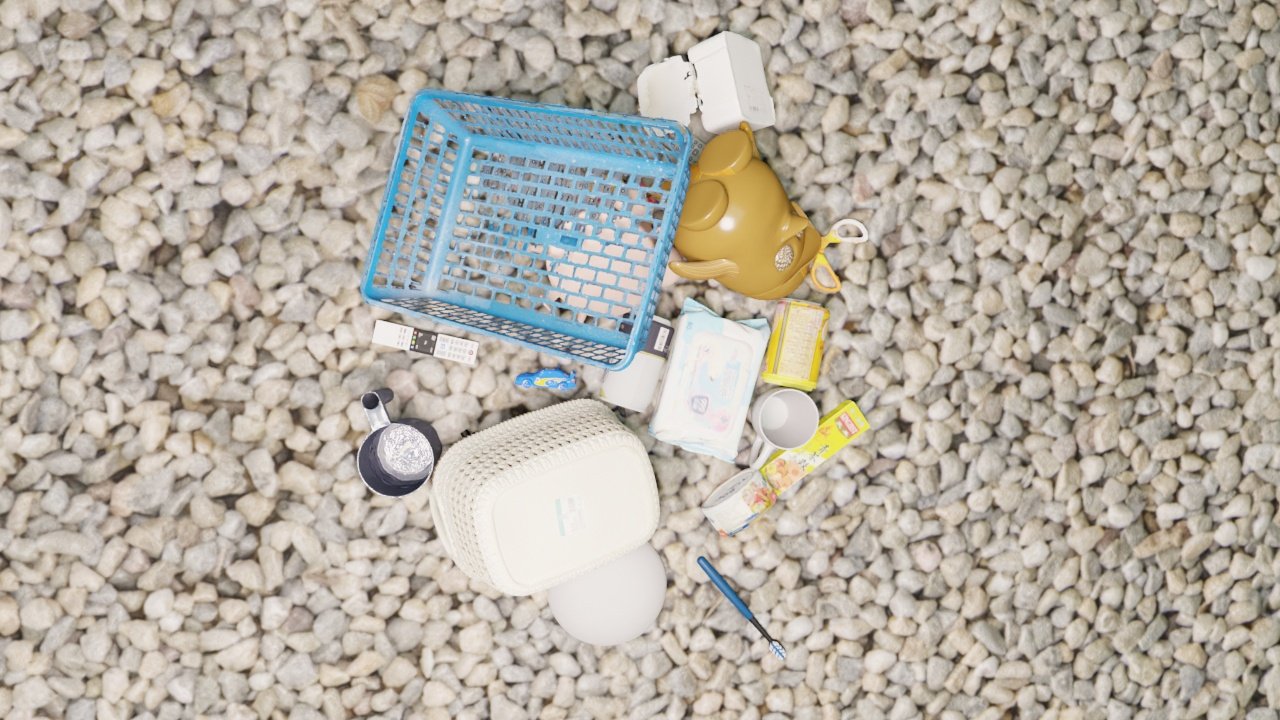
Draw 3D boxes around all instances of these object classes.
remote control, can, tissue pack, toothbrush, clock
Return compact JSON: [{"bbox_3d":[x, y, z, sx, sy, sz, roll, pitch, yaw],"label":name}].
[{"bbox_3d":[-0.259,-0.022,1.109,0.124,0.012,0.028,13,91,-5],"label":"remote control"},{"bbox_3d":[0.190,-0.019,1.121,0.067,0.067,0.105,11,90,-5],"label":"can"},{"bbox_3d":[0.083,0.023,1.112,0.112,0.070,0.182,15,90,-5],"label":"tissue pack"},{"bbox_3d":[0.127,0.311,1.153,0.014,0.014,0.167,-40,95,8],"label":"toothbrush"},{"bbox_3d":[0.119,0.171,1.111,0.086,0.086,0.043,-37,94,-3],"label":"can"},{"bbox_3d":[-0.007,0.006,1.106,0.064,0.064,0.127,18,90,-6],"label":"can"},{"bbox_3d":[0.077,-0.247,1.129,0.136,0.013,0.033,37,89,-5],"label":"remote control"},{"bbox_3d":[-0.042,-0.116,1.072,0.160,0.086,0.131,-29,107,9],"label":"clock"}]

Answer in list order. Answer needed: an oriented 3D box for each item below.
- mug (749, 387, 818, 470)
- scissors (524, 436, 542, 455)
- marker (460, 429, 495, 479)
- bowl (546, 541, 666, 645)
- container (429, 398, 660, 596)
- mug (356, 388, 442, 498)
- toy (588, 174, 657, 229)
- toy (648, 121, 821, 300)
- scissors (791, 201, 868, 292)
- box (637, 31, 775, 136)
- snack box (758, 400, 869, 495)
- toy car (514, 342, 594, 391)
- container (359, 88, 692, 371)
[{"bbox_3d":[0.159,0.083,1.110,0.071,0.089,0.107,30,89,-5],"label":"mug"},{"bbox_3d":[-0.117,0.149,1.127,0.141,0.014,0.173,-26,92,-6],"label":"scissors"},{"bbox_3d":[-0.181,0.139,1.109,0.025,0.025,0.126,-32,87,-3],"label":"marker"},{"bbox_3d":[-0.040,0.281,1.123,0.149,0.043,0.149,0,92,-5],"label":"bowl"},{"bbox_3d":[-0.098,0.155,1.030,0.245,0.143,0.185,-20,105,-22],"label":"container"},{"bbox_3d":[-0.284,0.091,1.064,0.084,0.104,0.124,-23,94,-4],"label":"mug"},{"bbox_3d":[-0.021,-0.181,1.110,0.103,0.046,0.084,40,104,-1],"label":"toy"},{"bbox_3d":[0.126,-0.147,1.057,0.203,0.163,0.198,40,68,-38],"label":"toy"},{"bbox_3d":[0.228,-0.148,1.147,0.127,0.011,0.125,-31,93,-1],"label":"scissors"},{"bbox_3d":[0.069,-0.314,1.097,0.137,0.125,0.108,-15,89,37],"label":"box"},{"bbox_3d":[0.215,0.109,1.146,0.148,0.029,0.040,-36,95,-3],"label":"snack box"},{"bbox_3d":[-0.104,0.004,1.110,0.092,0.033,0.062,5,98,-5],"label":"toy car"},{"bbox_3d":[-0.119,-0.145,1.008,0.363,0.089,0.257,15,90,26],"label":"container"}]
